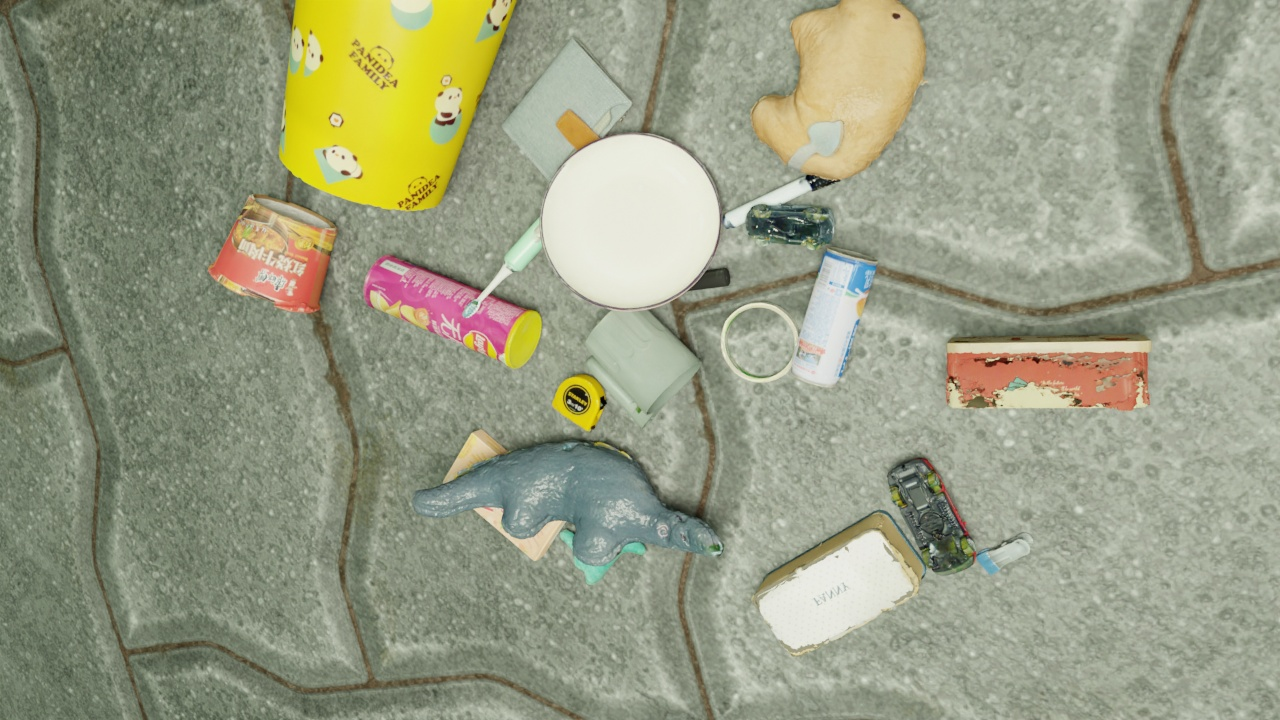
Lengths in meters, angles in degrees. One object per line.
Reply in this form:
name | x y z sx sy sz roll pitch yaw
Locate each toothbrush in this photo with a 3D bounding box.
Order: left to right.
toothbrush | -0.122 -0.131 1.022 0.026 0.027 0.224 43 96 -2

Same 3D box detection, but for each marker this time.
marker | 0.033 -0.083 1.002 0.132 0.020 0.022 -6 142 24
marker | 0.144 -0.167 0.942 0.131 0.018 0.022 -24 99 24

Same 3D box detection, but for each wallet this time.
wallet | -0.081 -0.268 1.008 0.130 0.036 0.106 -44 81 24

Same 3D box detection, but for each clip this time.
clip | 0.365 0.192 0.916 0.057 0.029 0.024 -42 80 34

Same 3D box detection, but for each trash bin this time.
trash bin | -0.270 -0.316 0.985 0.230 0.229 0.256 30 115 15

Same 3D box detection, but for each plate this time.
plate | -0.010 -0.144 0.974 0.192 0.039 0.192 -1 83 5

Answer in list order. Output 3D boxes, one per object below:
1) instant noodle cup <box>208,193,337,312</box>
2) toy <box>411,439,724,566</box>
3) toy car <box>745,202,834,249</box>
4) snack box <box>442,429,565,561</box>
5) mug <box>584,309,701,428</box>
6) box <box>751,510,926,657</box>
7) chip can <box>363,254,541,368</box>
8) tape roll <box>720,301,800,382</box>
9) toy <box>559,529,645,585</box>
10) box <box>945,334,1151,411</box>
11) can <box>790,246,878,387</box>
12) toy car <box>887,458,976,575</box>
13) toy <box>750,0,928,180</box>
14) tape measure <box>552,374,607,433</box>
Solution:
instant noodle cup | -0.448 -0.137 1.141 0.138 0.137 0.109 27 100 16
toy | -0.073 0.153 1.031 0.357 0.137 0.091 9 132 15
toy car | 0.152 -0.140 0.930 0.091 0.034 0.043 5 133 21
snack box | -0.163 0.165 1.127 0.157 0.026 0.085 37 111 12
mug | -0.006 0.006 1.010 0.103 0.083 0.124 47 138 10
box | 0.212 0.233 0.966 0.185 0.059 0.090 -35 86 22
chip can | -0.224 -0.060 1.087 0.211 0.071 0.071 22 107 19
tape roll | 0.128 -0.019 0.977 0.086 0.013 0.086 4 101 22
toy | -0.050 0.223 1.089 0.096 0.030 0.092 41 110 17
box | 0.369 0.017 0.840 0.168 0.091 0.077 -1 96 23
can | 0.193 -0.043 0.924 0.053 0.053 0.135 20 107 18
toy car | 0.294 0.156 0.922 0.053 0.045 0.120 -27 83 27
toy | 0.201 -0.283 0.863 0.143 0.082 0.226 26 106 9
tape measure | -0.068 0.045 1.063 0.060 0.028 0.057 31 111 15
